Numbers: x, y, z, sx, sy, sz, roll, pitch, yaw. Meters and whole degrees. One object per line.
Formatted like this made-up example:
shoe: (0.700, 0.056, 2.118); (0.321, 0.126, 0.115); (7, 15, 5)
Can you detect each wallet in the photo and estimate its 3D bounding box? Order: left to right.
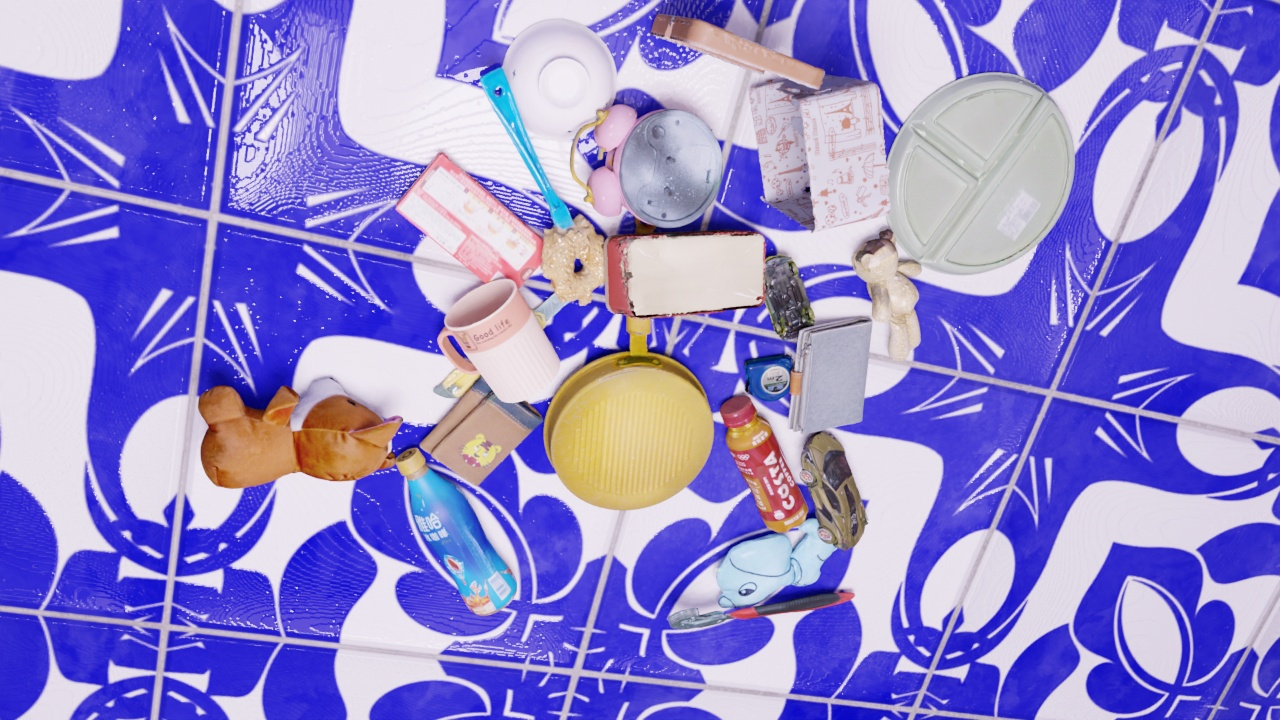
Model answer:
wallet: (-0.180, 0.080, 1.040); (0.115, 0.033, 0.090); (-44, 118, 11)
wallet: (0.220, 0.017, 1.078); (0.106, 0.037, 0.130); (-10, 115, -24)

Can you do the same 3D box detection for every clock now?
clock: (0.003, -0.199, 0.935); (0.158, 0.060, 0.117); (3, 103, -27)

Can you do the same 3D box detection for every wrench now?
wrench: (0.156, 0.314, 1.159); (0.273, 0.016, 0.056); (1, 148, -26)

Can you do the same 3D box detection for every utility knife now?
utility knife: (-0.146, -0.022, 1.020); (0.205, 0.021, 0.031); (-41, 121, 2)

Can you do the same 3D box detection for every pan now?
pan: (-0.006, 0.006, 1.036); (0.197, 0.078, 0.358); (0, 117, -14)

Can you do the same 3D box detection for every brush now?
brush: (-0.097, -0.171, 0.931); (0.083, 0.046, 0.255); (-31, 116, -14)

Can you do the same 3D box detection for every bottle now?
bottle: (-0.217, 0.197, 1.061); (0.065, 0.065, 0.219); (-26, 112, 1)
bottle: (0.146, 0.123, 1.098); (0.057, 0.057, 0.175); (-26, 112, 1)

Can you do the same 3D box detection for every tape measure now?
tape measure: (0.151, 0.020, 1.078); (0.058, 0.025, 0.054); (-9, 113, -5)

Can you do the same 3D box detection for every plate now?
plate: (0.385, -0.204, 1.033); (0.230, 0.027, 0.230); (-3, 112, -8)

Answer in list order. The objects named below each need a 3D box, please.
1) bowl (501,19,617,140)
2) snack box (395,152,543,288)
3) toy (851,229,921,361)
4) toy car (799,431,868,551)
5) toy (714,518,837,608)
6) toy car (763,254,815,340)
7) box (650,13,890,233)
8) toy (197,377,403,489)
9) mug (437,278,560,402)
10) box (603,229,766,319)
bowl: (-0.077, -0.274, 0.907); (0.118, 0.064, 0.118); (-3, 111, -9)
snack box: (-0.173, -0.139, 0.962); (0.153, 0.025, 0.075); (40, 99, -21)
toy: (0.286, -0.071, 1.053); (0.105, 0.066, 0.157); (-41, 120, -29)
toy car: (0.236, 0.160, 1.121); (0.070, 0.042, 0.158); (-41, 116, -37)
toy: (0.165, 0.257, 1.156); (0.156, 0.049, 0.162); (20, 111, -25)
toy car: (0.162, -0.073, 1.039); (0.048, 0.032, 0.105); (-25, 118, 0)
box: (0.135, -0.249, 0.891); (0.134, 0.179, 0.270); (-42, 113, 7)
toy: (-0.356, 0.078, 0.975); (0.199, 0.140, 0.130); (6, 68, -14)
mug: (-0.156, -0.016, 0.970); (0.115, 0.081, 0.106); (-14, 124, 24)
box: (0.052, -0.094, 0.961); (0.168, 0.076, 0.091); (-7, 101, -26)
